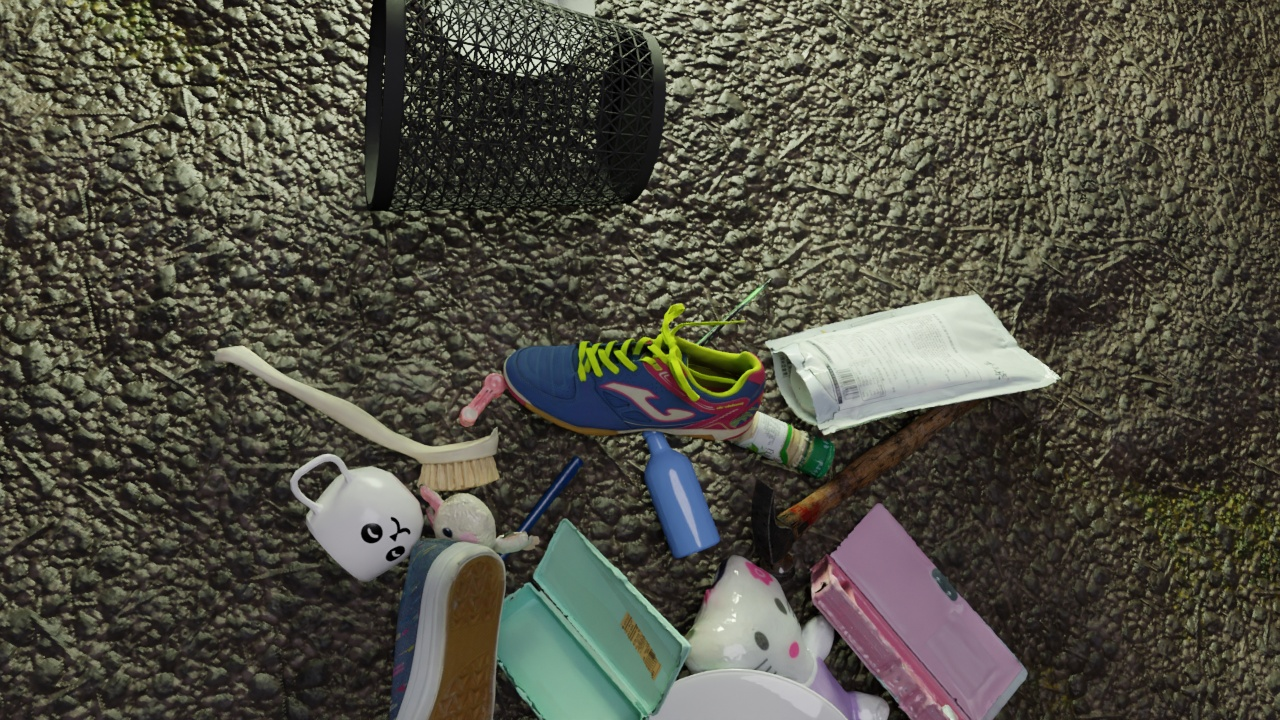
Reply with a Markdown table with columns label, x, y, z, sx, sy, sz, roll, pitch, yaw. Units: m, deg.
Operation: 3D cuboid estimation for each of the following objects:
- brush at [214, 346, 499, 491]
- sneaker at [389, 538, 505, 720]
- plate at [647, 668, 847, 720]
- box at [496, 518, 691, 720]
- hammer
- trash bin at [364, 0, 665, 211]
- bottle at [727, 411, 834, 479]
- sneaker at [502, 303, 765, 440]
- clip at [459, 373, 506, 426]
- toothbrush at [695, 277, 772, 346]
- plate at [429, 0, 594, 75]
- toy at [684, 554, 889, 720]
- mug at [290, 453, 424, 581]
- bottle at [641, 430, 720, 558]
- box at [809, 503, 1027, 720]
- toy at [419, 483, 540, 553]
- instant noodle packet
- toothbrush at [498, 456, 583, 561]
| label | x | y | z | sx | sy | sz | roll | pitch | yaw |
| --- | --- | --- | --- | --- | --- | --- | --- | --- | --- |
| brush | -0.250 | 0.049 | 0.815 | 0.272 | 0.062 | 0.077 | 23 | 77 | -2 |
| sneaker | -0.171 | 0.257 | 0.759 | 0.087 | 0.079 | 0.235 | 7 | 96 | -49 |
| plate | 0.083 | 0.371 | 0.762 | 0.229 | 0.030 | 0.229 | 1 | 99 | 8 |
| box | -0.050 | 0.231 | 0.756 | 0.138 | 0.187 | 0.056 | -46 | 134 | -7 |
| hammer | 0.239 | 0.091 | 0.911 | 0.329 | 0.033 | 0.120 | -30 | 130 | -25 |
| trash bin | -0.120 | -0.236 | 0.846 | 0.243 | 0.217 | 0.216 | 2 | 75 | -21 |
| bottle | 0.136 | 0.079 | 0.907 | 0.110 | 0.043 | 0.042 | 23 | 71 | -7 |
| sneaker | -0.005 | 0.006 | 0.848 | 0.242 | 0.091 | 0.116 | 7 | 45 | -3 |
| clip | -0.150 | 0.039 | 0.863 | 0.023 | 0.041 | 0.059 | 42 | 59 | -4 |
| toothbrush | 0.073 | -0.026 | 0.934 | 0.187 | 0.014 | 0.017 | -41 | 101 | -20 |
| plate | -0.135 | -0.373 | 0.969 | 0.172 | 0.019 | 0.172 | 4 | 75 | -13 |
| toy | 0.126 | 0.281 | 0.827 | 0.209 | 0.086 | 0.137 | 48 | 44 | -1 |
| mug | -0.236 | 0.123 | 0.766 | 0.076 | 0.090 | 0.124 | -43 | 125 | -12 |
| bottle | 0.030 | 0.117 | 0.867 | 0.048 | 0.048 | 0.131 | -18 | 81 | -18 |
| box | 0.261 | 0.274 | 0.884 | 0.233 | 0.075 | 0.172 | 50 | 39 | 3 |
| toy | -0.148 | 0.148 | 0.795 | 0.112 | 0.087 | 0.050 | 30 | 51 | 6 |
| instant noodle packet | 0.276 | 0.002 | 0.947 | 0.269 | 0.057 | 0.146 | -11 | 48 | -16 |
| toothbrush | -0.111 | 0.165 | 0.837 | 0.017 | 0.016 | 0.189 | 41 | 70 | -9 |
